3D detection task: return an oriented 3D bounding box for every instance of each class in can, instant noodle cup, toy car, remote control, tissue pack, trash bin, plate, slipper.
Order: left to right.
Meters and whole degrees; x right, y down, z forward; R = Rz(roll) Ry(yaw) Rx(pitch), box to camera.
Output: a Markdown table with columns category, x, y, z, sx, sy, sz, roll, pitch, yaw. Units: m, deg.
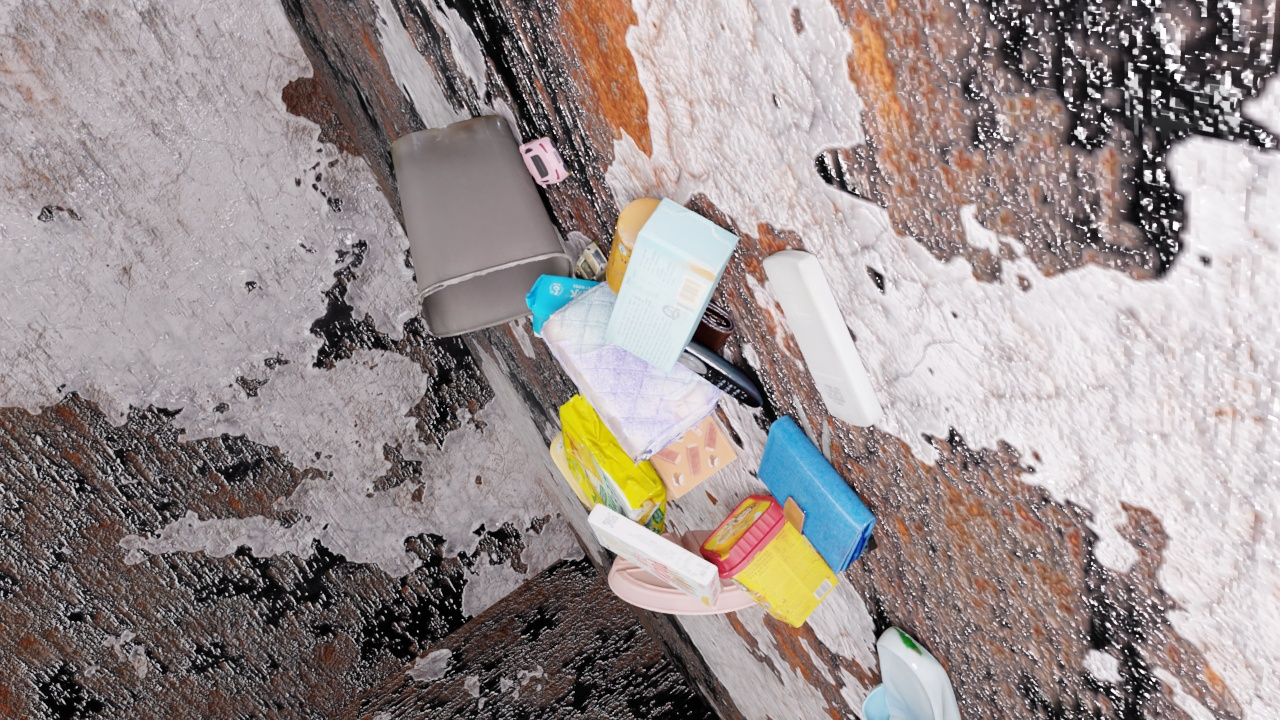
| category | x | y | z | sx | sy | sz | roll | pitch | yaw |
| --- | --- | --- | --- | --- | --- | --- | --- | --- | --- |
| trash bin | -0.214 | -0.172 | 1.182 | 0.199 | 0.198 | 0.219 | 112 | 140 | -73 |
| toy car | -0.117 | -0.233 | 1.081 | 0.056 | 0.037 | 0.122 | 63 | 166 | -17 |
| tissue pack | -0.071 | -0.057 | 1.142 | 0.090 | 0.140 | 0.063 | 98 | -178 | -69 |
| toy car | -0.060 | -0.117 | 1.145 | 0.042 | 0.035 | 0.090 | 55 | 164 | 3 |
| can | -0.001 | -0.107 | 0.917 | 0.058 | 0.058 | 0.146 | 55 | 166 | 9 |
| plate | 0.072 | 0.267 | 1.191 | 0.230 | 0.229 | 0.028 | -158 | 64 | -67 |
| remote control | 0.070 | 0.004 | 0.936 | 0.136 | 0.024 | 0.053 | 33 | 166 | -3 |
| instant noodle cup | 0.151 | 0.233 | 1.060 | 0.123 | 0.116 | 0.116 | 46 | 166 | -6 |
| remote control | 0.142 | -0.017 | 0.708 | 0.150 | 0.021 | 0.058 | 62 | 165 | -19 |
| slipper | 0.286 | 0.378 | 0.977 | 0.104 | 0.074 | 0.246 | 40 | 156 | 48 |

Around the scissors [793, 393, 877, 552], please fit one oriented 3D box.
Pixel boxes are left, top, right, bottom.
| category | x | y | z | sx | sy | sz | roll | pitch | yaw |
| --- | --- | --- | --- | --- | --- | --- | --- | --- | --- |
| scissors | 0.183 | 0.113 | 0.880 | 0.173 | 0.014 | 0.160 | 57 | 164 | 11 |

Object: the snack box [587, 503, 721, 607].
| category | x | y | z | sx | sy | sz | roll | pitch | yaw |
| --- | --- | --- | --- | --- | --- | --- | --- | --- | --- |
| snack box | 0.016 | 0.221 | 1.043 | 0.157 | 0.026 | 0.085 | 26 | 157 | 22 |

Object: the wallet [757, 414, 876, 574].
| category | x | y | z | sx | sy | sz | roll | pitch | yaw |
| --- | --- | --- | --- | --- | --- | --- | --- | --- | --- |
| wallet | 0.164 | 0.128 | 0.876 | 0.133 | 0.040 | 0.107 | 53 | 157 | 29 |

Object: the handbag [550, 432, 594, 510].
| category | x | y | z | sx | sy | sz | roll | pitch | yaw |
| --- | --- | --- | --- | --- | --- | --- | --- | --- | --- |
| handbag | -0.022 | 0.152 | 1.337 | 0.179 | 0.163 | 0.063 | 58 | 165 | -12 |

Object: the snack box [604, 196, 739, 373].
| category | x | y | z | sx | sy | sz | roll | pitch | yaw |
| --- | --- | --- | --- | --- | --- | --- | --- | --- | --- |
| snack box | 0.024 | -0.063 | 0.826 | 0.074 | 0.051 | 0.175 | 30 | 147 | 5 |

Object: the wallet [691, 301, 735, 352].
| category | x | y | z | sx | sy | sz | roll | pitch | yaw |
| --- | --- | --- | --- | --- | --- | --- | --- | --- | --- |
| wallet | 0.043 | -0.041 | 0.936 | 0.096 | 0.020 | 0.122 | 35 | 163 | 2 |

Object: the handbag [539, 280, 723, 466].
| category | x | y | z | sx | sy | sz | roll | pitch | yaw |
| --- | --- | --- | --- | --- | --- | --- | --- | --- | --- |
| handbag | -0.006 | 0.006 | 1.026 | 0.194 | 0.134 | 0.076 | 53 | 164 | 18 |

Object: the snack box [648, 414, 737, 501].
| category | x | y | z | sx | sy | sz | roll | pitch | yaw |
| --- | --- | --- | --- | --- | --- | --- | --- | --- | --- |
| snack box | 0.053 | 0.119 | 1.150 | 0.077 | 0.094 | 0.093 | 56 | 166 | 4 |

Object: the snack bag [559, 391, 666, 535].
| category | x | y | z | sx | sy | sz | roll | pitch | yaw |
| --- | --- | --- | --- | --- | --- | --- | --- | --- | --- |
| snack bag | -0.029 | 0.140 | 1.131 | 0.158 | 0.068 | 0.247 | 52 | 165 | 21 |
